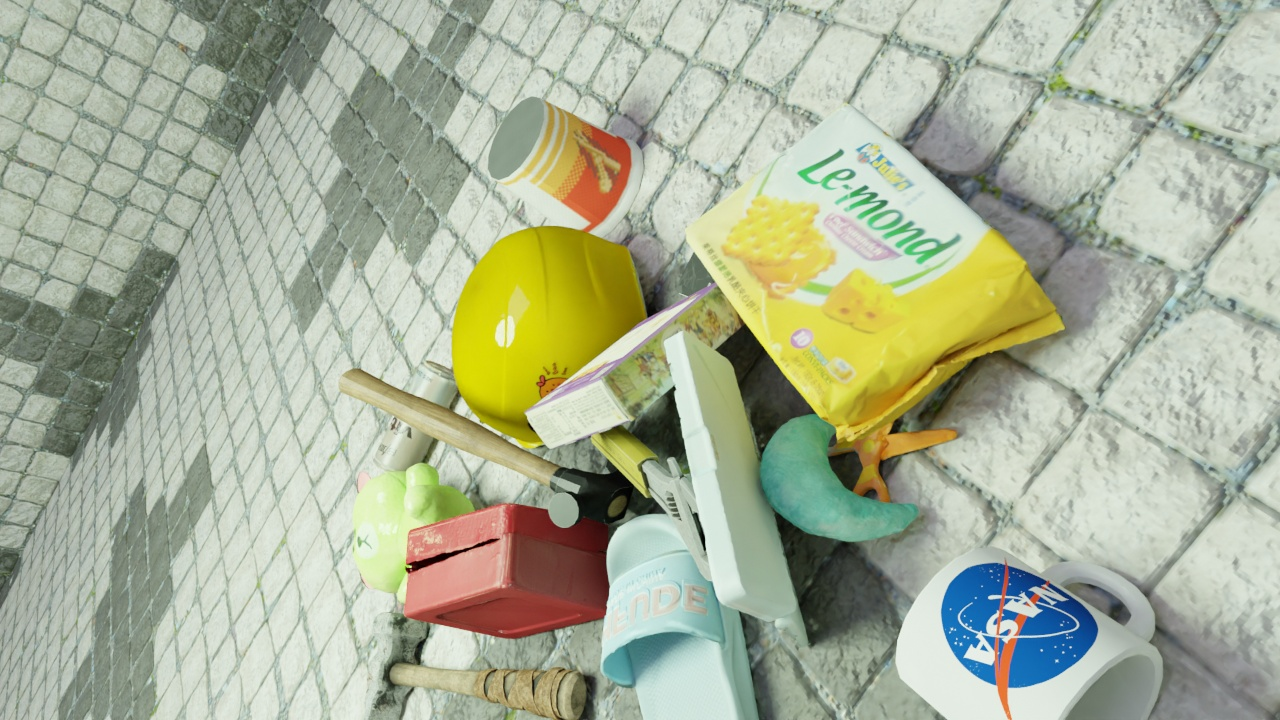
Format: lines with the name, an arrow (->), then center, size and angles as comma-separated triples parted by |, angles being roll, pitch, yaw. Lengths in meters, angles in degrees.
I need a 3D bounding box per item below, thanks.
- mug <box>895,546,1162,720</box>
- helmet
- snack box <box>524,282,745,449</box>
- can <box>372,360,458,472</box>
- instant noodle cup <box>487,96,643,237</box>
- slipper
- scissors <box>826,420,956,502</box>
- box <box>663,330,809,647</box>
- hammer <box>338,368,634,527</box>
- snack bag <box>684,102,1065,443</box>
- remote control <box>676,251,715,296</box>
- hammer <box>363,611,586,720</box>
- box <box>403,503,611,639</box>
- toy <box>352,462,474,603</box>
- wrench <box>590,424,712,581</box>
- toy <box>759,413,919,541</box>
mug -> 0.209, 0.150, 0.474 | 0.121, 0.091, 0.090 | -33, 36, -16
helmet -> -0.114, -0.030, 0.894 | 0.241, 0.139, 0.208 | -40, 45, 29
snack box -> -0.004, 0.004, 0.737 | 0.147, 0.040, 0.144 | -39, 7, -31
can -> -0.262, 0.070, 1.082 | 0.054, 0.054, 0.135 | 32, 95, 52
instant noodle cup -> -0.083, -0.205, 0.965 | 0.124, 0.121, 0.123 | -26, 52, 39
slipper -> 0.022, 0.216, 0.658 | 0.104, 0.074, 0.245 | -40, 46, 28
scissors -> 0.155, 0.060, 0.635 | 0.128, 0.011, 0.125 | 23, 89, 50
box -> 0.071, 0.085, 0.626 | 0.041, 0.134, 0.196 | -27, 51, 23
hammer -> -0.146, 0.069, 0.817 | 0.306, 0.132, 0.040 | 21, 100, 25
snack bag -> 0.146, -0.060, 0.632 | 0.160, 0.068, 0.247 | -35, 49, 6
remote control -> 0.073, -0.066, 0.781 | 0.045, 0.008, 0.147 | -64, 28, 2
hammer -> -0.164, 0.302, 0.857 | 0.320, 0.049, 0.121 | -13, 64, 43
box -> -0.114, 0.183, 0.792 | 0.158, 0.129, 0.092 | -22, 56, 42
toy -> -0.239, 0.180, 0.967 | 0.197, 0.107, 0.150 | 1, 95, 59
wrench -> 0.003, 0.088, 0.719 | 0.273, 0.018, 0.084 | 32, 140, 64
toy -> 0.122, 0.079, 0.602 | 0.033, 0.085, 0.105 | 92, 155, -46
